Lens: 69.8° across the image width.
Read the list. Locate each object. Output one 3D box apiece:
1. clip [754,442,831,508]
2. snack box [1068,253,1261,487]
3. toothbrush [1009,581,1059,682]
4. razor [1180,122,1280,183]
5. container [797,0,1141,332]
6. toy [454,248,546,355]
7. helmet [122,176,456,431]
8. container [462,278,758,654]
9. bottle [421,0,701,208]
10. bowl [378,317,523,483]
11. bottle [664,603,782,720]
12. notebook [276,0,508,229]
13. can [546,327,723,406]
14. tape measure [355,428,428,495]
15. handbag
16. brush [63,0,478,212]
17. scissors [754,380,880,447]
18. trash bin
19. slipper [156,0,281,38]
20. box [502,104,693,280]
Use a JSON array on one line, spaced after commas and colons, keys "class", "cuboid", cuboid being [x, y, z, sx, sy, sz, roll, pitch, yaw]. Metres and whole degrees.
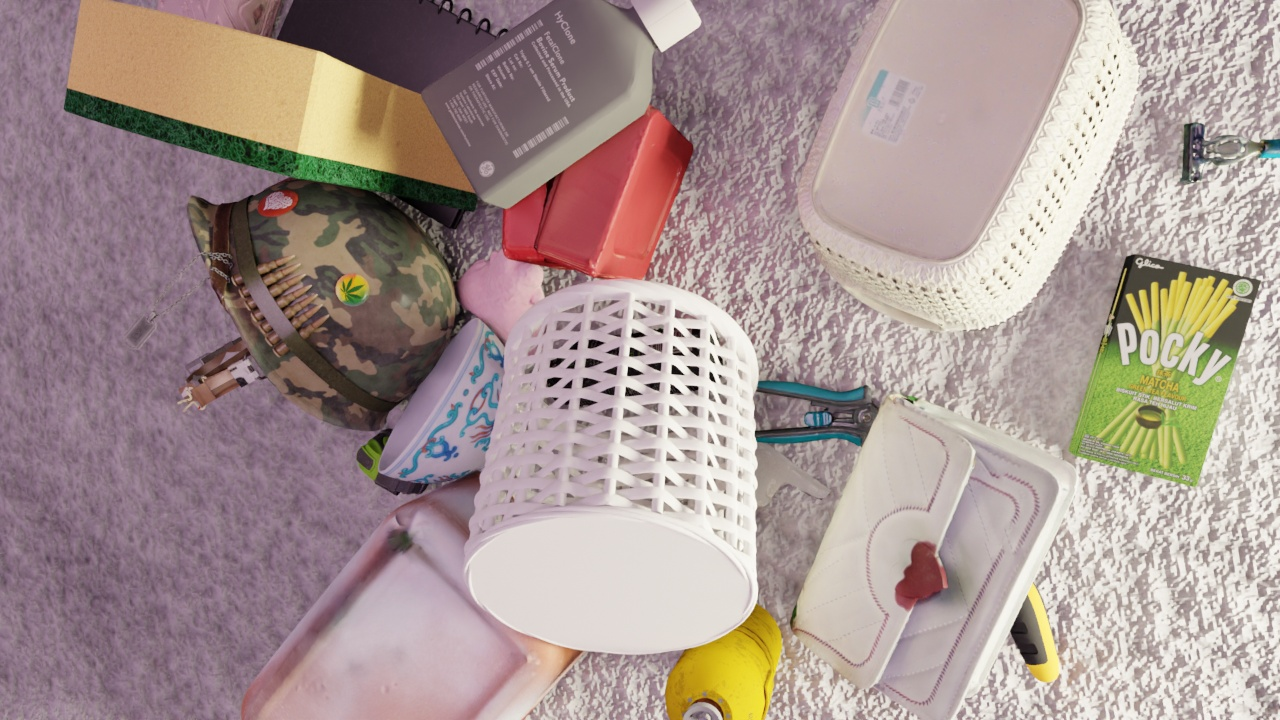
[{"class": "clip", "cuboid": [0.094, 0.093, 0.724, 0.101, 0.040, 0.054, 36, 88, 12]}, {"class": "snack box", "cuboid": [0.367, 0.006, 0.648, 0.080, 0.025, 0.147, 15, 96, 14]}, {"class": "toothbrush", "cuboid": [0.268, 0.142, 0.680, 0.030, 0.031, 0.196, -15, 84, -29]}, {"class": "razor", "cuboid": [0.449, -0.144, 0.622, 0.144, 0.022, 0.042, 1, 94, 14]}, {"class": "container", "cuboid": [0.212, -0.150, 0.622, 0.185, 0.143, 0.252, 28, 99, 26]}, {"class": "toy", "cuboid": [-0.108, -0.055, 0.754, 0.099, 0.052, 0.096, 43, 135, 11]}, {"class": "helmet", "cuboid": [-0.276, -0.038, 0.733, 0.224, 0.192, 0.236, 41, 92, -18]}, {"class": "container", "cuboid": [-0.013, 0.075, 0.629, 0.189, 0.189, 0.186, -8, 47, 15]}, {"class": "bottle", "cuboid": [-0.044, -0.179, 0.581, 0.174, 0.046, 0.083, -31, 85, 13]}, {"class": "bowl", "cuboid": [-0.140, 0.046, 0.742, 0.074, 0.144, 0.144, 34, 102, -18]}, {"class": "bottle", "cuboid": [0.061, 0.232, 0.670, 0.071, 0.163, 0.071, 1, 93, 15]}, {"class": "notebook", "cuboid": [-0.218, -0.244, 0.798, 0.231, 0.019, 0.169, 31, 101, 12]}, {"class": "can", "cuboid": [-0.004, 0.004, 0.733, 0.138, 0.054, 0.054, -8, 90, 15]}, {"class": "tape measure", "cuboid": [-0.211, 0.092, 0.791, 0.065, 0.058, 0.036, 29, 103, 11]}, {"class": "handbag", "cuboid": [0.201, 0.136, 0.653, 0.142, 0.096, 0.199, 26, 105, 30]}, {"class": "brush", "cuboid": [-0.249, -0.179, 0.672, 0.195, 0.249, 0.075, 18, 99, 18]}, {"class": "scissors", "cuboid": [0.145, 0.045, 0.712, 0.151, 0.019, 0.130, -43, 87, 8]}, {"class": "trash bin", "cuboid": [-0.166, 0.234, 0.736, 0.181, 0.157, 0.260, 43, 101, 9]}, {"class": "slipper", "cuboid": [-0.371, -0.331, 0.812, 0.094, 0.064, 0.239, 32, 99, 11]}, {"class": "box", "cuboid": [-0.029, -0.125, 0.684, 0.117, 0.157, 0.136, 7, 96, 10]}]
